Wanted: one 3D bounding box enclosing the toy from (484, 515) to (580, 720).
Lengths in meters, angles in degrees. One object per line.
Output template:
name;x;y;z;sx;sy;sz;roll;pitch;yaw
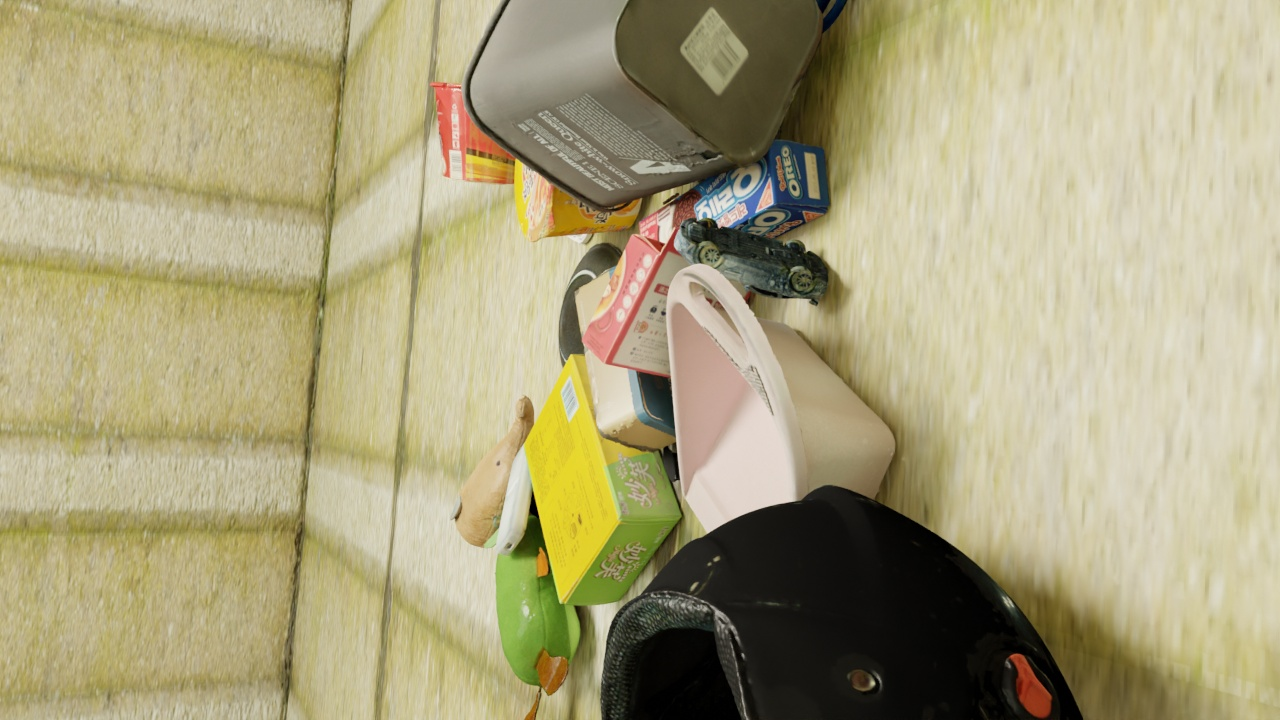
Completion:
toy;-0.117;0.277;1.024;0.228;0.090;0.246;109;155;-47

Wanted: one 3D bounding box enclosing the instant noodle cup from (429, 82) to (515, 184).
instant noodle cup;-0.178;-0.265;1.076;0.138;0.137;0.109;31;120;59

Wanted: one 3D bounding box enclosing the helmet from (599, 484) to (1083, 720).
helmet;0.112;0.197;0.482;0.275;0.229;0.234;33;134;13

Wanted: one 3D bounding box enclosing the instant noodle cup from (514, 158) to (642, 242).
instant noodle cup;-0.065;-0.194;0.982;0.138;0.109;0.138;179;90;-67

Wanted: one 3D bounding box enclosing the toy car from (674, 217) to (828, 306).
toy car;0.084;-0.074;0.692;0.054;0.120;0.037;-84;13;-56

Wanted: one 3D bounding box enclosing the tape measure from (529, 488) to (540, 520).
tape measure;-0.096;0.155;1.039;0.039;0.058;0.057;-54;19;39

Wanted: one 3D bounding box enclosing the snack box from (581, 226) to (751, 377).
snack box;0.029;-0.051;0.769;0.044;0.113;0.127;46;115;45

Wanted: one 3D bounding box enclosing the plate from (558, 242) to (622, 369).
plate;-0.061;-0.047;1.051;0.180;0.024;0.179;-18;70;59

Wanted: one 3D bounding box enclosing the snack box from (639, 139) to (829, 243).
snack box;0.072;-0.124;0.786;0.208;0.057;0.058;-21;69;58

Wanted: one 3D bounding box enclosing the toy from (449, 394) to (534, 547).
toy;-0.171;0.144;1.153;0.227;0.082;0.143;-56;27;40

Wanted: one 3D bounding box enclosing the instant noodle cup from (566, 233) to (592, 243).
instant noodle cup;-0.093;-0.238;1.109;0.138;0.060;0.173;36;117;58

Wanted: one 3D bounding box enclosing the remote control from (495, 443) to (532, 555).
remote control;-0.136;0.152;1.029;0.135;0.020;0.056;-85;22;-46

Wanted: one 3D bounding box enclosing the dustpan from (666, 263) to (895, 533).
dustpan;0.063;0.069;0.682;0.222;0.138;0.274;52;128;51

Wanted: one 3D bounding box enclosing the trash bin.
trash bin;0.004;-0.240;0.738;0.220;0.199;0.198;13;75;58

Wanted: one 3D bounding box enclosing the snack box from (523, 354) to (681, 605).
snack box;-0.048;0.121;0.945;0.158;0.070;0.209;-59;37;38

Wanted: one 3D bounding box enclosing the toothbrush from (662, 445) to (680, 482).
toothbrush;0.020;0.035;0.902;0.014;0.016;0.188;-40;47;37

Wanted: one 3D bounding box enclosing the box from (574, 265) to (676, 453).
box;-0.005;0.005;0.860;0.059;0.089;0.184;-30;58;27

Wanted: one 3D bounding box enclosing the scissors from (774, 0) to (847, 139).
scissors;0.118;-0.251;0.753;0.176;0.012;0.162;-50;36;38
